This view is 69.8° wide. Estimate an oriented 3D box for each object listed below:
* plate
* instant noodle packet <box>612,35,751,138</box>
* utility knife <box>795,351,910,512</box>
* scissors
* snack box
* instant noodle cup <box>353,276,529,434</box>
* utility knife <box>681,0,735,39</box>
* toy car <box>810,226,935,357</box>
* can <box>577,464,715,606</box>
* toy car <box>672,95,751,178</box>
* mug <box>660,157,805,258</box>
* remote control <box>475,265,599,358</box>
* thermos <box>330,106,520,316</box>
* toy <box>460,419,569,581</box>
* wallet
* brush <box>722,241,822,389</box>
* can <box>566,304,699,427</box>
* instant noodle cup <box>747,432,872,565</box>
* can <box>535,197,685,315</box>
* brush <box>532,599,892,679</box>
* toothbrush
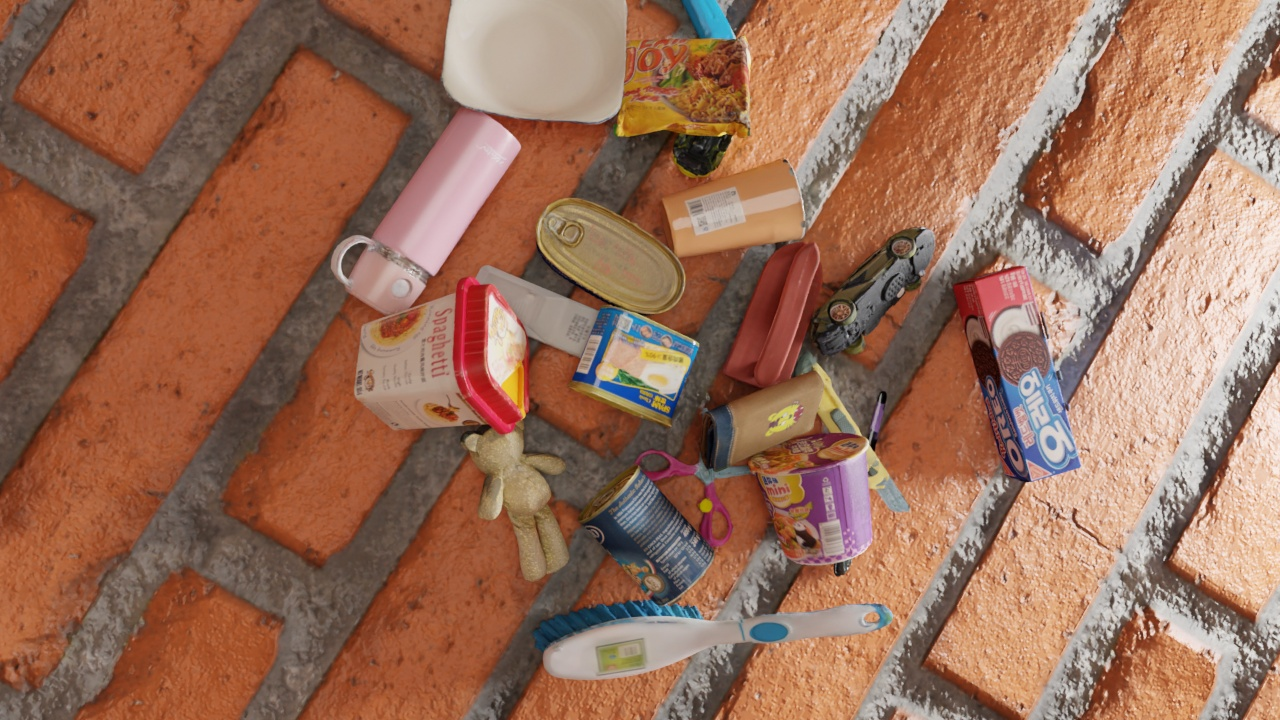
[{"bbox_3d":[-0.095,-0.283,0.841,0.163,0.034,0.164,6,69,-8],"label":"plate"},{"bbox_3d":[0.038,-0.255,0.850,0.128,0.044,0.110,1,66,7],"label":"instant noodle packet"},{"bbox_3d":[0.205,0.074,0.898,0.031,0.019,0.183,-33,92,-3],"label":"utility knife"},{"bbox_3d":[0.058,0.112,0.883,0.134,0.017,0.133,1,85,-7],"label":"scissors"},{"bbox_3d":[0.370,0.014,0.903,0.058,0.057,0.207,-16,92,-4],"label":"snack box"},{"bbox_3d":[-0.171,0.004,0.796,0.124,0.117,0.116,-10,59,12],"label":"instant noodle cup"},{"bbox_3d":[0.038,-0.381,0.884,0.034,0.018,0.182,-28,92,-22],"label":"utility knife"},{"bbox_3d":[0.224,-0.067,0.883,0.158,0.070,0.042,-44,55,-7],"label":"toy car"},{"bbox_3d":[0.007,0.162,0.845,0.075,0.075,0.111,-43,95,-6],"label":"can"},{"bbox_3d":[0.067,-0.221,0.879,0.048,0.032,0.105,27,75,2],"label":"toy car"},{"bbox_3d":[0.084,-0.137,0.861,0.122,0.078,0.078,-14,91,-3],"label":"mug"},{"bbox_3d":[-0.099,-0.046,0.860,0.125,0.024,0.049,22,87,-7],"label":"remote control"},{"bbox_3d":[-0.195,-0.136,0.821,0.087,0.067,0.198,39,83,-43],"label":"thermos"},{"bbox_3d":[-0.111,0.127,0.843,0.104,0.066,0.157,-26,98,-40],"label":"toy"},{"bbox_3d":[0.112,0.057,0.853,0.115,0.090,0.033,-21,56,-16],"label":"wallet"},{"bbox_3d":[0.132,-0.044,0.866,0.063,0.069,0.145,21,87,-8],"label":"brush"},{"bbox_3d":[-0.005,0.005,0.847,0.102,0.057,0.083,24,83,-22],"label":"can"},{"bbox_3d":[0.165,0.130,0.856,0.111,0.111,0.099,-15,100,-7],"label":"instant noodle cup"},{"bbox_3d":[-0.030,-0.095,0.856,0.148,0.049,0.074,29,85,-6],"label":"can"},{"bbox_3d":[0.061,0.246,0.834,0.314,0.109,0.060,-7,88,-7],"label":"brush"},{"bbox_3d":[0.218,0.121,0.903,0.014,0.017,0.189,16,86,-13],"label":"toothbrush"}]
